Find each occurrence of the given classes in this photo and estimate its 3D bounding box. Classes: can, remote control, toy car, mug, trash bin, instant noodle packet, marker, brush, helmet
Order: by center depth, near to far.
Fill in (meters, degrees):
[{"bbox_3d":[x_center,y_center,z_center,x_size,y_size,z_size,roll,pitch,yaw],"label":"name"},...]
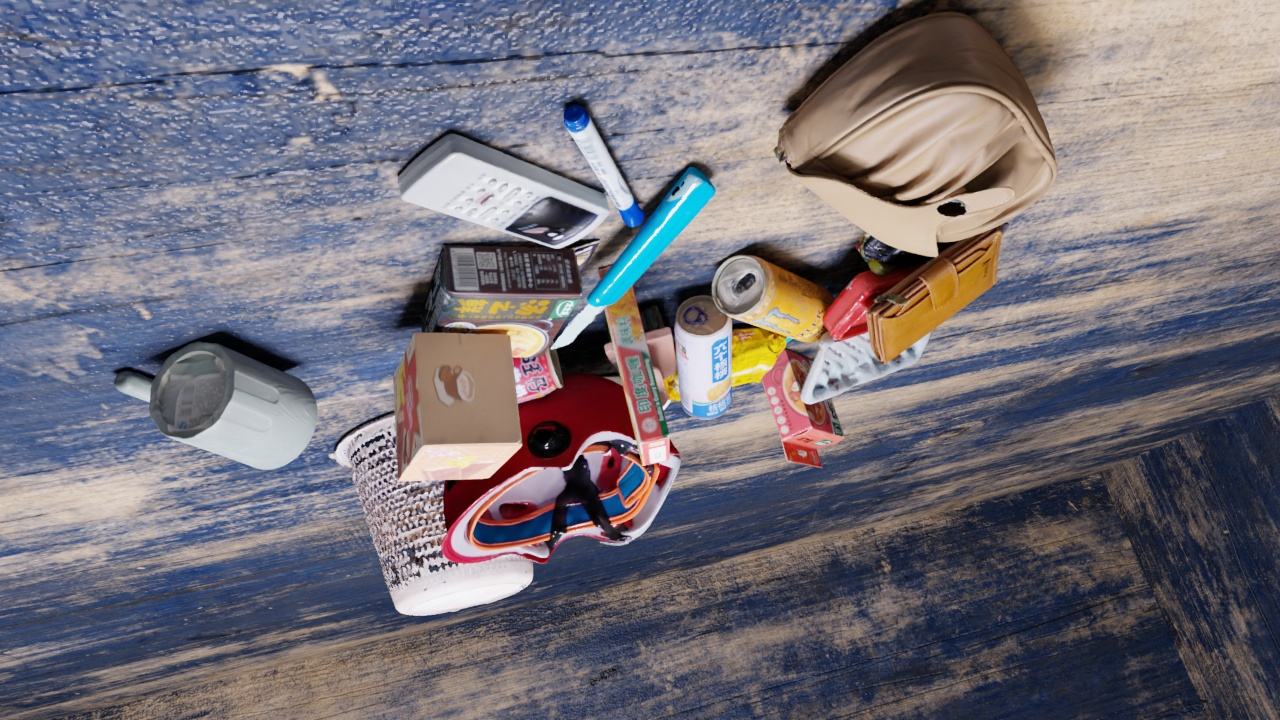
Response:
[{"bbox_3d":[-0.086,-0.108,0.614,0.058,0.021,0.149,-29,155,33],"label":"remote control"},{"bbox_3d":[-0.023,-0.127,0.616,0.017,0.017,0.146,-18,160,9],"label":"marker"},{"bbox_3d":[-0.345,0.036,0.746,0.124,0.083,0.103,6,164,17],"label":"mug"},{"bbox_3d":[0.263,-0.111,0.822,0.157,0.042,0.070,-5,154,-33],"label":"toy car"},{"bbox_3d":[-0.122,0.008,0.828,0.094,0.066,0.066,-15,160,1],"label":"can"},{"bbox_3d":[0.127,-0.056,0.851,0.058,0.058,0.145,-27,157,31],"label":"can"},{"bbox_3d":[0.062,-0.001,0.883,0.053,0.053,0.135,-13,143,-4],"label":"can"},{"bbox_3d":[0.005,0.004,0.902,0.063,0.073,0.146,-16,162,1],"label":"brush"},{"bbox_3d":[-0.091,0.099,0.904,0.239,0.143,0.207,-11,146,-18],"label":"helmet"},{"bbox_3d":[0.086,0.001,0.994,0.128,0.044,0.111,-11,154,-19],"label":"instant noodle packet"},{"bbox_3d":[-0.211,0.171,1.022,0.227,0.192,0.228,-13,160,-5],"label":"trash bin"}]

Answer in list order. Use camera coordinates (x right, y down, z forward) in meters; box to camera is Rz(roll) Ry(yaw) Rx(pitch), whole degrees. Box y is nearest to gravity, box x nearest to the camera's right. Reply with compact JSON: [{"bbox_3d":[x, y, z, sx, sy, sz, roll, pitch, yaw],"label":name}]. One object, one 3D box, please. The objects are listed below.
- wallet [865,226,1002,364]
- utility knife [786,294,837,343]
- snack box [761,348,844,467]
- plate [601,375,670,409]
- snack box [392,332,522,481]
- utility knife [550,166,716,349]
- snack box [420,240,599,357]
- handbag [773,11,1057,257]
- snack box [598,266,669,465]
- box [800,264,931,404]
[{"bbox_3d":[0.260,-0.061,0.817,0.130,0.035,0.119,-36,156,1],"label":"wallet"},{"bbox_3d":[0.164,-0.032,1.005,0.029,0.013,0.179,-8,161,-27],"label":"utility knife"},{"bbox_3d":[0.198,0.059,1.107,0.044,0.127,0.113,-25,158,26],"label":"snack box"},{"bbox_3d":[-0.032,0.060,1.082,0.163,0.034,0.165,-5,157,-25],"label":"plate"},{"bbox_3d":[-0.148,0.038,0.724,0.077,0.092,0.095,2,157,-26],"label":"snack box"},{"bbox_3d":[-0.012,-0.071,0.715,0.034,0.018,0.209,-1,144,-46],"label":"utility knife"},{"bbox_3d":[-0.104,-0.048,0.731,0.125,0.053,0.113,0,156,-23],"label":"snack box"},{"bbox_3d":[0.195,-0.137,0.623,0.148,0.099,0.204,-24,155,32],"label":"handbag"},{"bbox_3d":[-0.005,0.005,0.774,0.027,0.155,0.077,-13,160,-3],"label":"snack box"},{"bbox_3d":[0.249,-0.037,0.913,0.200,0.050,0.161,-15,143,-38],"label":"box"}]
